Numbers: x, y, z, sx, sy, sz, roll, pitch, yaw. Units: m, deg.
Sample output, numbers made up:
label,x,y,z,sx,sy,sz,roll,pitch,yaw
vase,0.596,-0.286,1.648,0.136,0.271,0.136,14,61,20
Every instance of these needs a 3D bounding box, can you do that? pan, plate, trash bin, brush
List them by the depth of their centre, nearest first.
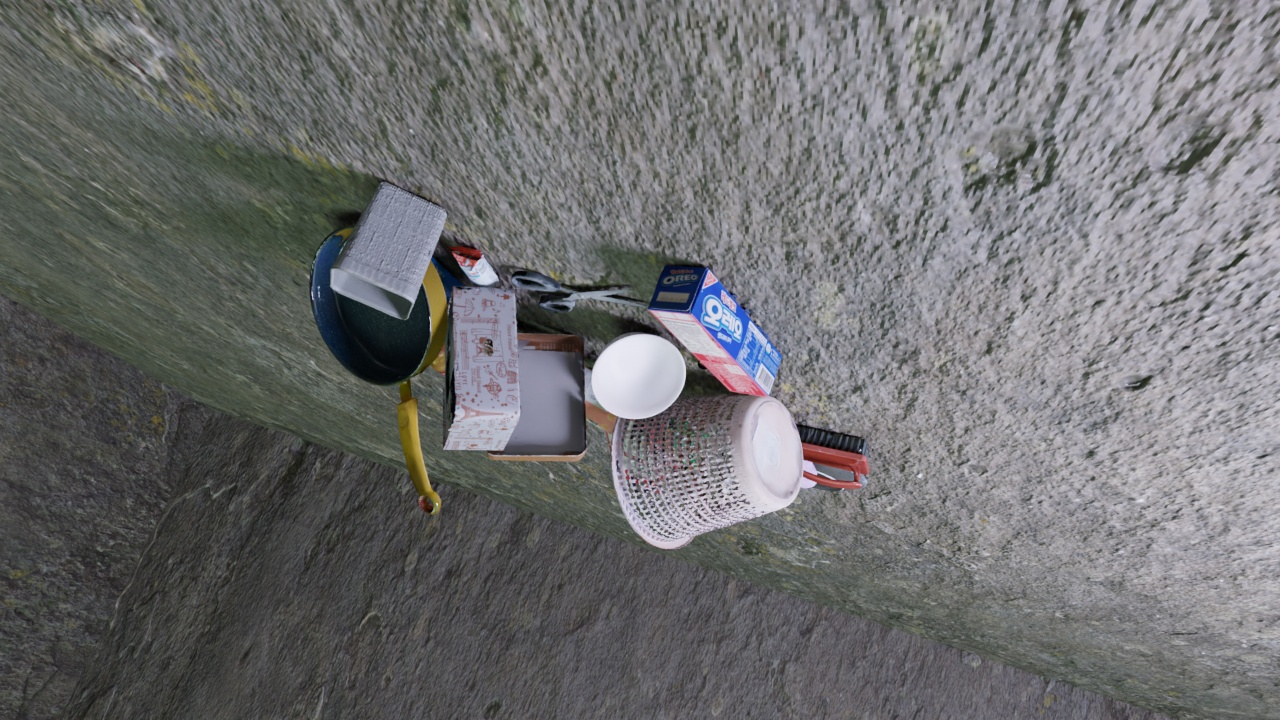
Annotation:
label,x,y,z,sx,sy,sz,roll,pitch,yaw
pan,-0.297,0.010,1.105,0.198,0.357,0.078,-19,-175,35
trash bin,0.101,0.134,1.234,0.193,0.227,0.227,-14,145,37
brush,0.243,0.134,1.279,0.146,0.069,0.063,12,160,24
plate,0.269,0.177,1.455,0.179,0.024,0.180,17,162,6

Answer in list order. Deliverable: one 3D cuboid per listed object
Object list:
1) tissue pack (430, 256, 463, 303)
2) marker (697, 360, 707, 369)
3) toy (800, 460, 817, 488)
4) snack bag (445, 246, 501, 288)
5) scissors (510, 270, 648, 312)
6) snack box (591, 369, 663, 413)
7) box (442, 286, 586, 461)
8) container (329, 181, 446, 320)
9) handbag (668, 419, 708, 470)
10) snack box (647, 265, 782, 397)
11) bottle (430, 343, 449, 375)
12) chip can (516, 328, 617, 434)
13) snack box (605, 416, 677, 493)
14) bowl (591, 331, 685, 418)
label,x,y,z,sx,sy,sz,roll,pitch,yaw
tissue pack,-0.280,-0.094,1.184,0.095,0.052,0.157,7,159,29
marker,0.082,-0.009,1.121,0.018,0.015,0.124,20,165,4
toy,0.229,0.151,1.372,0.084,0.038,0.108,10,140,36
snack bag,-0.196,-0.109,1.097,0.048,0.026,0.104,24,164,15
scissors,-0.076,-0.078,1.082,0.170,0.014,0.160,22,163,-9
snack box,-0.044,0.043,1.382,0.157,0.026,0.084,7,158,34
box,-0.146,0.022,1.145,0.192,0.182,0.157,2,156,-16
container,-0.270,-0.120,0.994,0.090,0.114,0.090,24,162,-14
handbag,0.037,0.129,1.502,0.120,0.067,0.132,38,158,-24
snack box,0.086,-0.028,0.989,0.058,0.057,0.207,10,160,36
bottle,-0.290,0.010,1.492,0.058,0.057,0.175,6,158,36
chip can,-0.117,0.024,1.287,0.214,0.071,0.071,29,161,-6
snack box,-0.001,0.130,1.429,0.113,0.044,0.127,18,128,45
bowl,-0.007,0.007,1.154,0.118,0.118,0.064,27,-160,-22
